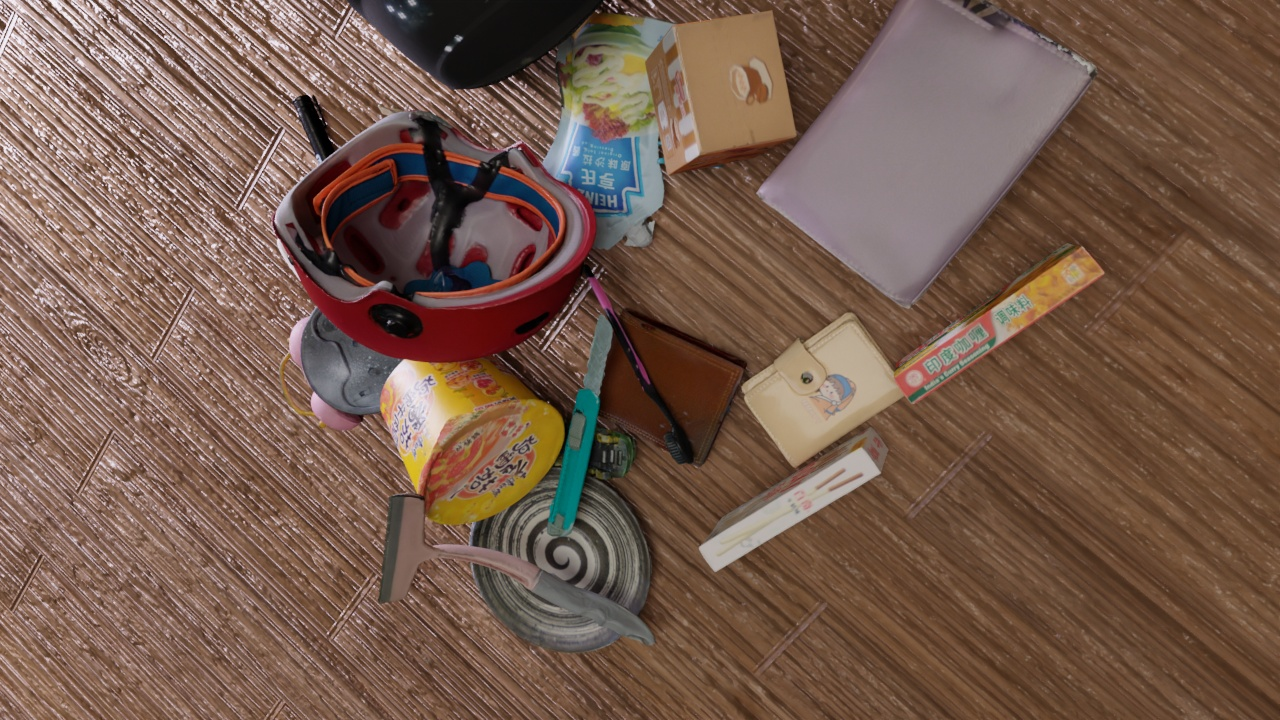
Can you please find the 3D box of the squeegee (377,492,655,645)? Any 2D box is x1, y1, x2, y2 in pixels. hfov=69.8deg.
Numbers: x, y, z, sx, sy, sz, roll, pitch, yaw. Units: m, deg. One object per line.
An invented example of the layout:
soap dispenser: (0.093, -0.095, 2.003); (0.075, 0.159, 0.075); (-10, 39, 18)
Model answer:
squeegee: (-0.101, 0.196, 0.805); (0.249, 0.040, 0.248); (20, 143, -5)

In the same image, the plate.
plate: (-0.074, 0.182, 0.847); (0.180, 0.024, 0.179); (3, 100, 16)

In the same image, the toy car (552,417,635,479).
toy car: (-0.047, 0.076, 0.812); (0.091, 0.036, 0.043); (11, 108, 25)

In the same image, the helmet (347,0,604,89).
helmet: (-0.130, -0.346, 0.683); (0.234, 0.230, 0.274); (-29, 69, 18)

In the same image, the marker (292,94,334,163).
marker: (-0.290, -0.185, 0.860); (0.022, 0.020, 0.132); (-23, 90, -9)

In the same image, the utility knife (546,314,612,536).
utility knife: (-0.052, 0.062, 0.783); (0.029, 0.013, 0.217); (24, 113, 26)

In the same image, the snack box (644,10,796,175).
snack box: (0.058, -0.199, 0.693); (0.077, 0.094, 0.093); (-13, 95, -11)

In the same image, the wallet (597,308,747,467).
wallet: (0.019, 0.024, 0.788); (0.124, 0.032, 0.101); (26, 108, 13)

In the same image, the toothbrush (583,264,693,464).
toothbrush: (-0.005, 0.005, 0.769); (0.018, 0.014, 0.189); (-27, 93, 36)

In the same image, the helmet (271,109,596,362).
helmet: (-0.156, -0.078, 0.744); (0.240, 0.206, 0.144); (22, 141, 11)

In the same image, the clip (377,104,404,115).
clip: (-0.215, -0.177, 0.830); (0.093, 0.035, 0.103); (-28, 97, 16)

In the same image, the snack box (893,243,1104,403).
snack box: (0.259, -0.028, 0.676); (0.156, 0.077, 0.027); (-39, 86, 19)

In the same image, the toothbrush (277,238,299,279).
toothbrush: (-0.299, -0.048, 0.888); (0.016, 0.016, 0.180); (-37, 84, 5)

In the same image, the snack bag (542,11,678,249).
snack bag: (-0.027, -0.187, 0.766); (0.110, 0.038, 0.191); (10, 103, 5)

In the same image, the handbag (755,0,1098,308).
handbag: (0.200, -0.157, 0.664); (0.145, 0.098, 0.197); (38, 109, 7)

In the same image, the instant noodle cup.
instant noodle cup: (-0.150, 0.054, 0.787); (0.110, 0.137, 0.138); (48, 111, 33)

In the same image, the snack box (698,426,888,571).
snack box: (0.124, 0.111, 0.738); (0.157, 0.084, 0.027); (-36, 85, 19)

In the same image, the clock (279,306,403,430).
clock: (-0.261, -0.001, 0.842); (0.158, 0.060, 0.117); (-24, 86, 5)

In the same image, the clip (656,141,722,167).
clip: (0.041, -0.168, 0.748); (0.056, 0.014, 0.043); (-1, 101, -10)

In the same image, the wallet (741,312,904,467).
wallet: (0.147, 0.022, 0.750); (0.115, 0.024, 0.087); (-37, 85, 21)
